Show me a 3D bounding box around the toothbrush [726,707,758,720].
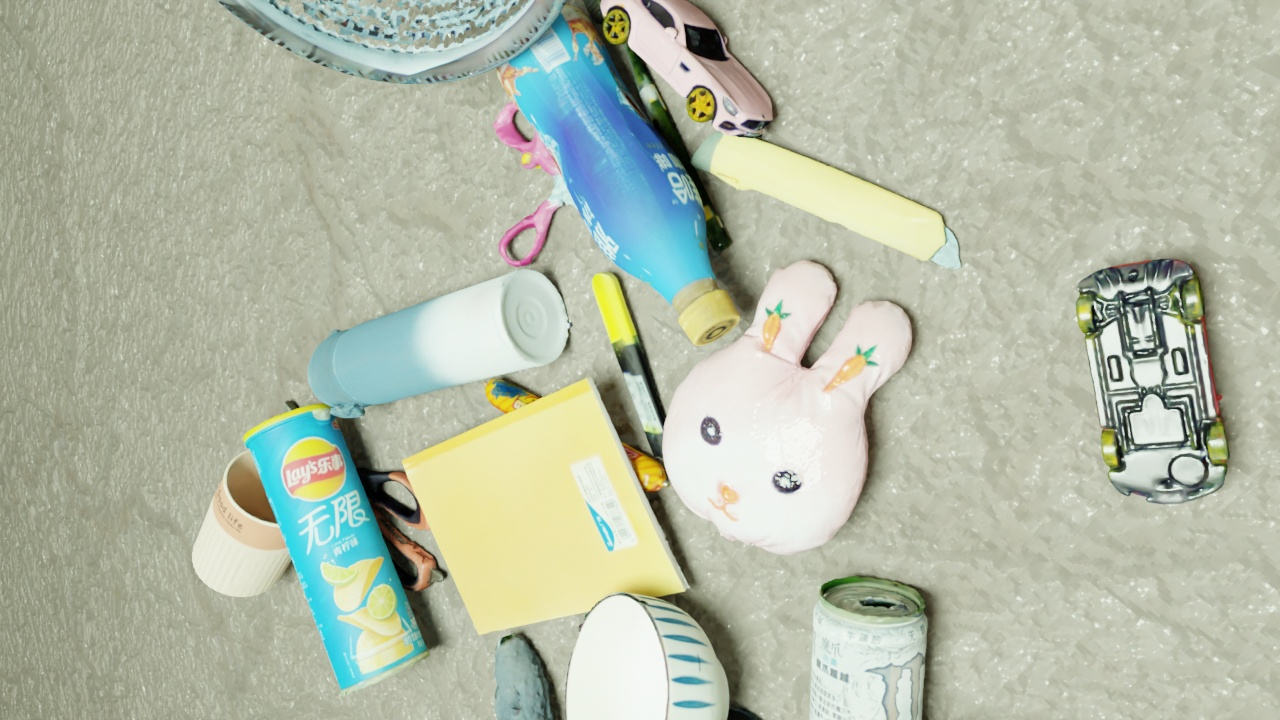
[{"bbox_3d":[0.041,0.316,0.582,0.027,0.026,0.213,-136,53,-61],"label":"toothbrush"}]

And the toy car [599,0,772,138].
[{"bbox_3d":[0.027,-0.168,0.503,0.122,0.056,0.037,49,128,19],"label":"toy car"}]

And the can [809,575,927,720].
[{"bbox_3d":[0.119,0.194,0.487,0.058,0.058,0.147,7,101,35],"label":"can"}]

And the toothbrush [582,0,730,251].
[{"bbox_3d":[0.008,-0.146,0.546,0.017,0.012,0.185,-33,78,40],"label":"toothbrush"}]

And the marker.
[{"bbox_3d":[-0.003,0.003,0.575,0.018,0.015,0.124,-21,87,36],"label":"marker"}]

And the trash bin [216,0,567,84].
[{"bbox_3d":[-0.127,-0.300,0.488,0.227,0.226,0.194,-21,47,36],"label":"trash bin"}]

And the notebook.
[{"bbox_3d":[-0.075,0.108,0.622,0.207,0.010,0.146,-24,91,39],"label":"notebook"}]

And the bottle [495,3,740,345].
[{"bbox_3d":[-0.010,-0.106,0.522,0.065,0.065,0.218,-42,70,32],"label":"bottle"}]

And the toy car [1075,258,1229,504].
[{"bbox_3d":[0.224,0.009,0.402,0.049,0.031,0.106,-10,90,37],"label":"toy car"}]

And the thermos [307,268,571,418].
[{"bbox_3d":[-0.152,-0.007,0.648,0.221,0.070,0.070,-14,88,36],"label":"thermos"}]

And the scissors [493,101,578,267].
[{"bbox_3d":[-0.056,-0.110,0.596,0.133,0.017,0.136,44,115,18],"label":"scissors"}]

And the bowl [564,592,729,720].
[{"bbox_3d":[0.010,0.201,0.549,0.117,0.066,0.116,-31,53,51],"label":"bowl"}]

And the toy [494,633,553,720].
[{"bbox_3d":[-0.051,0.369,0.624,0.138,0.091,0.356,-12,89,64],"label":"toy"}]

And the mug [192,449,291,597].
[{"bbox_3d":[-0.332,0.129,0.793,0.106,0.081,0.114,-54,40,30],"label":"mug"}]

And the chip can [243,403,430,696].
[{"bbox_3d":[-0.232,0.142,0.703,0.071,0.071,0.210,-30,80,34],"label":"chip can"}]

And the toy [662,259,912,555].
[{"bbox_3d":[0.076,0.027,0.501,0.121,0.054,0.160,31,106,28],"label":"toy"}]

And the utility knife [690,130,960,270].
[{"bbox_3d":[0.096,-0.088,0.489,0.163,0.018,0.031,32,118,30],"label":"utility knife"}]

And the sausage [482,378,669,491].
[{"bbox_3d":[-0.047,0.047,0.606,0.165,0.021,0.021,25,110,30],"label":"sausage"}]

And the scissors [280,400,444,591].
[{"bbox_3d":[-0.228,0.093,0.747,0.194,0.015,0.206,-24,83,37],"label":"scissors"}]
